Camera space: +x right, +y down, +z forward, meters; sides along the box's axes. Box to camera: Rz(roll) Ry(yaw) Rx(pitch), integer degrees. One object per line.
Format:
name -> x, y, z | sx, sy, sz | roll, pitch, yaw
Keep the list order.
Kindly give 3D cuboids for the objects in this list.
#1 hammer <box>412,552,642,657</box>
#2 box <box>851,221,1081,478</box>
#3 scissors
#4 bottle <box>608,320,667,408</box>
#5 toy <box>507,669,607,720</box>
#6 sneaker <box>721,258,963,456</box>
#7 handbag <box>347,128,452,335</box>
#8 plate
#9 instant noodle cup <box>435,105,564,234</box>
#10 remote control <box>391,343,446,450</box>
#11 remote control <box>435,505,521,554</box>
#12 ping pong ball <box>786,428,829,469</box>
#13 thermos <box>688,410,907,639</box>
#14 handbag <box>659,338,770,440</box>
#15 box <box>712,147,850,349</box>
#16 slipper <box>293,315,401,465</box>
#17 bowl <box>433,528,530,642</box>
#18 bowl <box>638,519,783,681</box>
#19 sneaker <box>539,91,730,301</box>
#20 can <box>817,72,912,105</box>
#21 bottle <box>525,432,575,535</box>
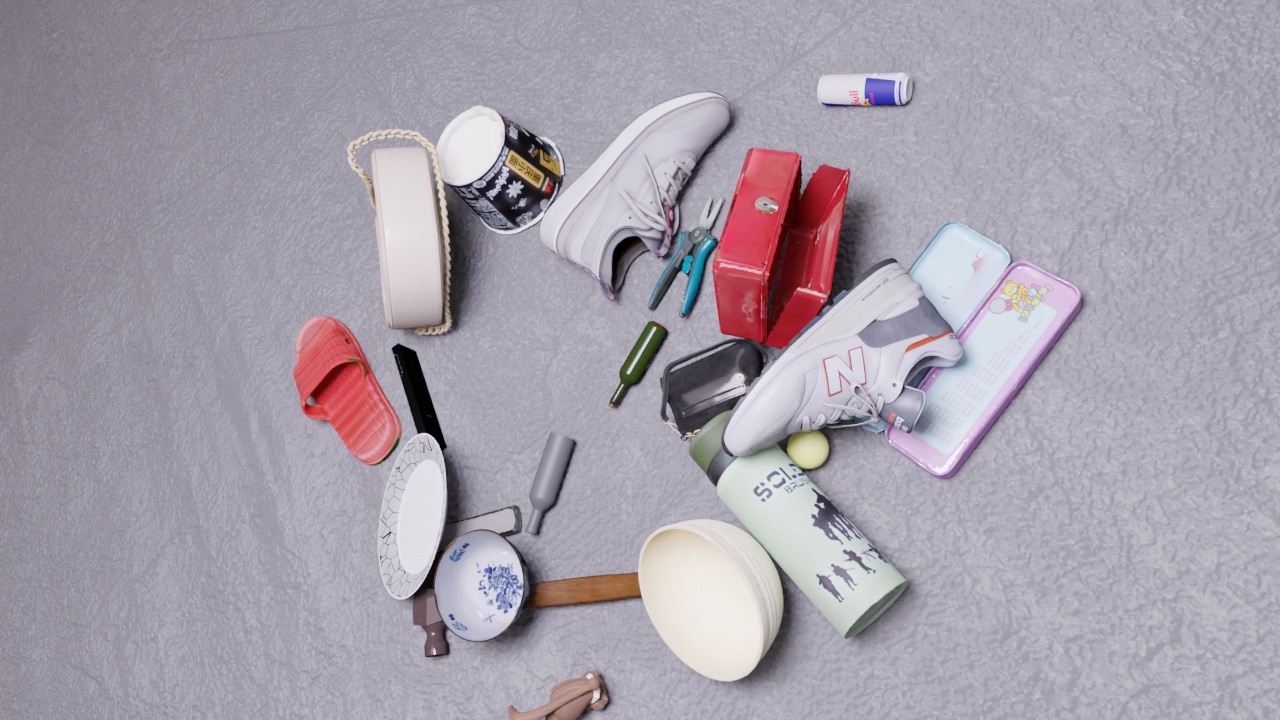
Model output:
hammer -> -0.109, 0.249, 0.982 | 0.324, 0.033, 0.115 | -12, 70, 24
box -> 0.286, -0.013, 0.856 | 0.151, 0.035, 0.214 | 38, 93, 26
scissors -> 0.055, -0.110, 1.021 | 0.124, 0.019, 0.147 | -24, 58, 24
bottle -> -0.006, 0.006, 1.011 | 0.025, 0.025, 0.106 | 30, 89, 32
toy -> -0.076, 0.343, 0.917 | 0.102, 0.054, 0.041 | -32, 65, 12
sneaker -> 0.190, 0.024, 0.818 | 0.124, 0.089, 0.239 | 41, 83, 20
handbag -> -0.290, -0.148, 1.116 | 0.103, 0.209, 0.210 | -6, 65, -15
plate -> -0.259, 0.179, 1.061 | 0.189, 0.016, 0.188 | -25, 59, 49
instant noodle cup -> -0.181, -0.241, 1.138 | 0.137, 0.112, 0.137 | -9, 70, 26
remote control -> -0.276, 0.045, 1.138 | 0.013, 0.034, 0.150 | -33, 61, 15
remote control -> -0.196, 0.197, 1.057 | 0.137, 0.013, 0.033 | -19, 64, 23
ping pong ball -> 0.162, 0.085, 0.885 | 0.040, 0.040, 0.040 | -9, 69, 25
thermos -> 0.139, 0.144, 0.855 | 0.082, 0.082, 0.231 | -47, 61, 7
handbag -> 0.077, 0.031, 0.943 | 0.129, 0.054, 0.079 | -24, 67, 17
box -> 0.128, -0.107, 0.891 | 0.110, 0.134, 0.157 | 13, 62, 4
slipper -> -0.397, 0.033, 1.194 | 0.103, 0.059, 0.248 | -44, 60, 8
bowl -> -0.158, 0.237, 0.966 | 0.114, 0.045, 0.114 | -7, 74, 25
bowl -> 0.076, 0.211, 0.853 | 0.151, 0.075, 0.151 | 21, 121, 41
sneaker -> 0.014, -0.187, 1.035 | 0.263, 0.096, 0.128 | -42, 71, 8
can -> 0.238, -0.288, 0.975 | 0.095, 0.032, 0.032 | 9, 78, 30
bottle -> -0.104, 0.138, 1.016 | 0.030, 0.030, 0.113 | 13, 80, 31
